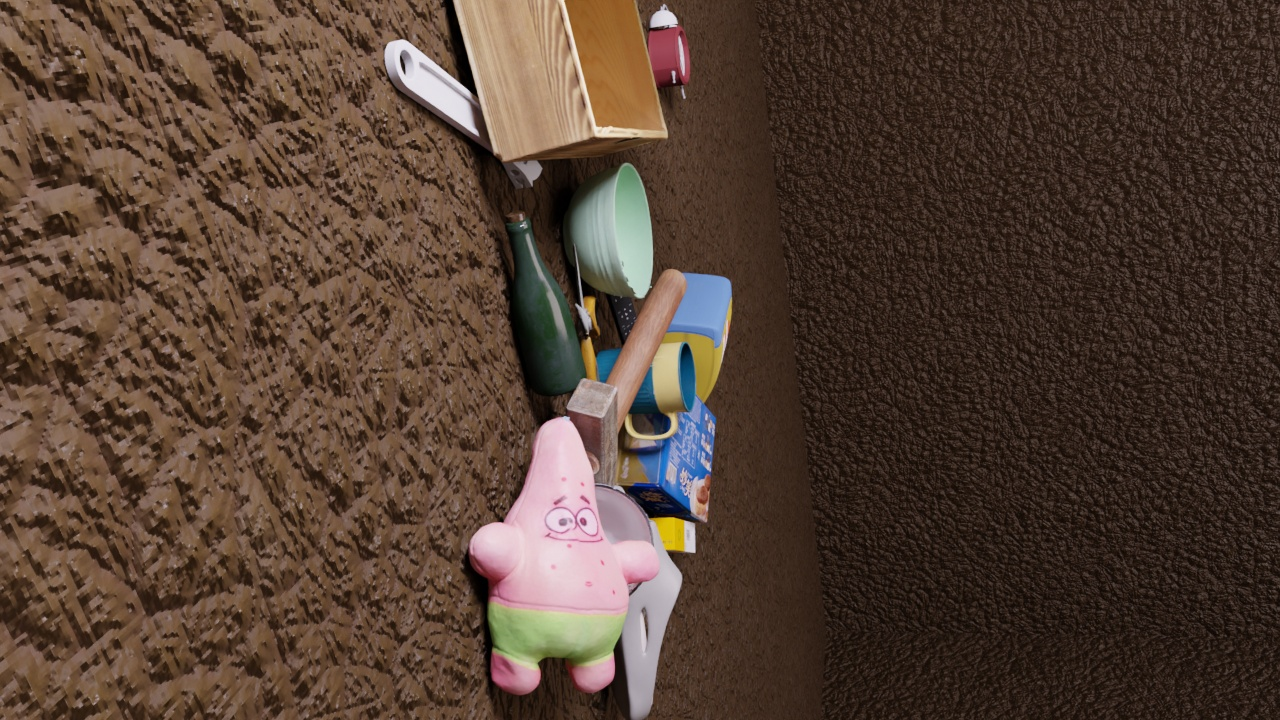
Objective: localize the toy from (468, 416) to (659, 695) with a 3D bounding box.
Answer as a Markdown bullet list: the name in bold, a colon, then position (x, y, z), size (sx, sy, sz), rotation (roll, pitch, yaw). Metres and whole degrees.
- **toy**: position (-0.068, 0.165, 0.792), size (0.191, 0.097, 0.236), rotation (11, 71, -37)

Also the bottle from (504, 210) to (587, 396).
- **bottle**: position (-0.095, -0.054, 0.850), size (0.055, 0.055, 0.174), rotation (-64, 146, -60)

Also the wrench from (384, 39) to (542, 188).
- **wrench**: position (-0.141, -0.219, 0.796), size (0.273, 0.018, 0.086), rotation (20, 67, -71)

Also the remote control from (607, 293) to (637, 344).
- **remote control**: position (-0.026, -0.080, 1.154), size (0.030, 0.009, 0.140), rotation (-38, 133, -24)

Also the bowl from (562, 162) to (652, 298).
- **bowl**: position (-0.039, -0.140, 1.022), size (0.150, 0.077, 0.151), rotation (-4, 89, -74)

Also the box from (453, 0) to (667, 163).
- **box**: position (0.021, -0.361, 0.833), size (0.278, 0.324, 0.284), rotation (-41, 116, -68)

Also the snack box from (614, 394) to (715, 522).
- **snack box**: position (0.037, 0.117, 1.210), size (0.203, 0.069, 0.154), rotation (47, 45, -61)

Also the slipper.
- **slipper**: position (0.004, 0.263, 1.005), size (0.113, 0.080, 0.266), rotation (-164, -111, -75)

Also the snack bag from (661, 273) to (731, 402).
- **snack bag**: position (0.079, -0.006, 1.390), size (0.158, 0.102, 0.206), rotation (-71, 164, -54)

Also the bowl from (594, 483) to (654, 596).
- **bowl**: position (-0.047, 0.173, 0.873), size (0.066, 0.116, 0.116), rotation (138, -50, -82)

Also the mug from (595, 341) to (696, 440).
- **mug**: position (0.006, 0.038, 1.087), size (0.083, 0.107, 0.113), rotation (18, 68, -75)

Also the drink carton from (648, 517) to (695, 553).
- **drink carton**: position (0.032, 0.233, 1.214), size (0.122, 0.059, 0.040), rotation (39, 49, -69)

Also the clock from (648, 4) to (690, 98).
- **clock**: position (0.046, -0.494, 1.461), size (0.096, 0.048, 0.137), rotation (16, 72, -73)

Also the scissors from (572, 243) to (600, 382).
- **scissors**: position (-0.055, -0.018, 0.959), size (0.225, 0.016, 0.216), rotation (58, 28, -86)

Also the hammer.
- **hammer**: position (-0.006, 0.006, 0.976), size (0.158, 0.037, 0.299), rotation (91, 17, -44)
